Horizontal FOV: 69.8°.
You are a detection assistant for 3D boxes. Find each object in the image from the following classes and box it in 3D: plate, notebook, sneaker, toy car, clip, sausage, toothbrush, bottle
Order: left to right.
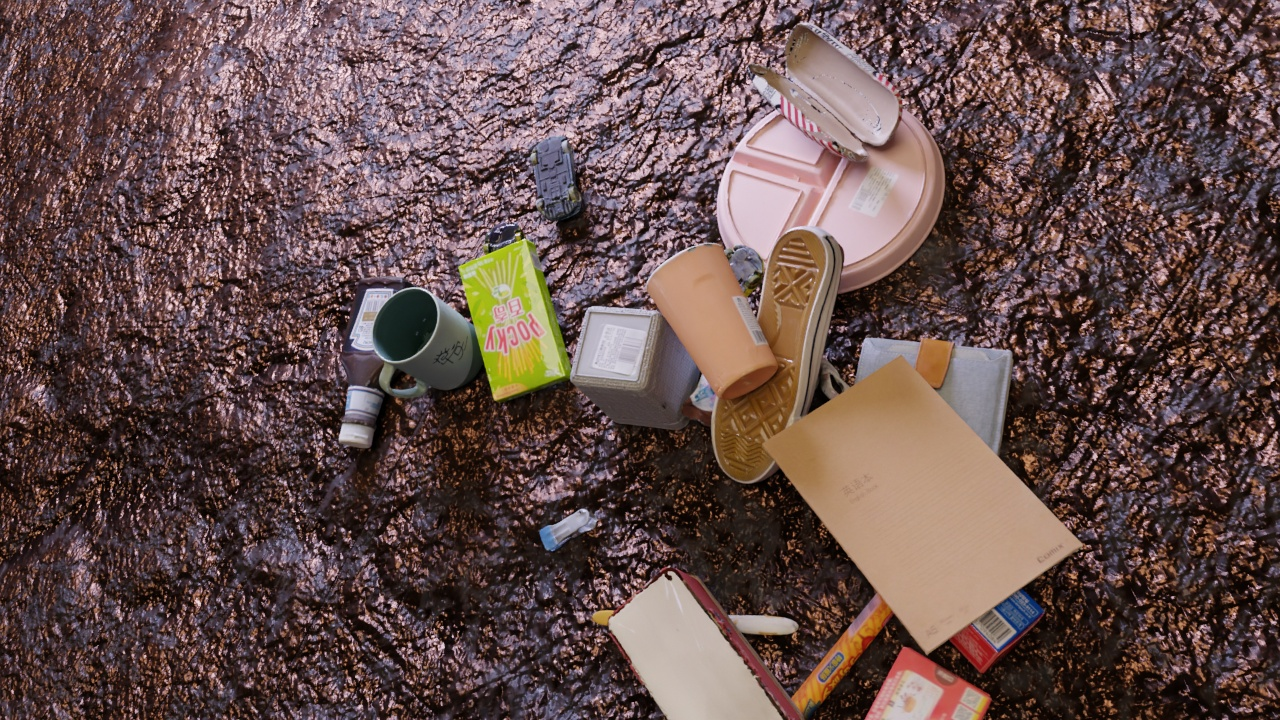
[{"bbox_3d":[-0.304,0.001,1.042,0.080,0.044,0.194,0,72,22],"label":"bottle"},{"bbox_3d":[-0.143,-0.102,1.020,0.049,0.031,0.106,-18,76,14],"label":"toy car"},{"bbox_3d":[-0.094,-0.206,1.041,0.049,0.031,0.105,-16,67,15],"label":"toy car"},{"bbox_3d":[-0.070,0.165,0.902,0.058,0.036,0.025,-32,60,13],"label":"clip"},{"bbox_3d":[0.047,0.237,0.829,0.192,0.018,0.016,-3,72,18],"label":"toothbrush"},{"bbox_3d":[0.083,-0.067,0.913,0.105,0.032,0.048,-49,61,14],"label":"toy car"},{"bbox_3d":[0.139,-0.001,0.842,0.118,0.087,0.241,23,102,39],"label":"sneaker"},{"bbox_3d":[0.184,-0.174,0.920,0.230,0.028,0.229,-8,68,19],"label":"plate"},{"bbox_3d":[0.169,0.249,0.770,0.021,0.021,0.165,39,88,29],"label":"sausage"},{"bbox_3d":[0.221,0.108,0.742,0.149,0.012,0.211,-31,60,-9],"label":"notebook"}]

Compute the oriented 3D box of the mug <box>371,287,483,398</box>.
[{"bbox_3d":[-0.229,-0.007,0.978,0.082,0.106,0.111,28,82,27],"label":"mug"}]

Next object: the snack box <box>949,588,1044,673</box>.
[{"bbox_3d":[0.227,0.152,0.755,0.057,0.058,0.207,-33,60,-17],"label":"snack box"}]

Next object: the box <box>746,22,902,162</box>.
[{"bbox_3d":[0.181,-0.266,0.896,0.162,0.075,0.087,50,120,32],"label":"box"}]

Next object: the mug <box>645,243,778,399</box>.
[{"bbox_3d":[0.067,-0.032,0.803,0.078,0.078,0.122,-31,70,8],"label":"mug"}]

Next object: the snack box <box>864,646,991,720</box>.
[{"bbox_3d":[0.209,0.314,0.728,0.075,0.025,0.152,26,82,29],"label":"snack box"}]

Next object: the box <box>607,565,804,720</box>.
[{"bbox_3d":[0.048,0.261,0.761,0.091,0.078,0.168,-42,59,4],"label":"box"}]

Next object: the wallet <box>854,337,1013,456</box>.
[{"bbox_3d":[0.254,0.031,0.810,0.130,0.037,0.106,8,75,24],"label":"wallet"}]

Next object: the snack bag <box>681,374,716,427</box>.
[{"bbox_3d":[0.076,0.014,0.890,0.105,0.045,0.026,-66,20,-10],"label":"snack bag"}]

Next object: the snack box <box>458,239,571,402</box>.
[{"bbox_3d":[-0.133,-0.042,0.978,0.086,0.026,0.156,-19,80,15],"label":"snack box"}]

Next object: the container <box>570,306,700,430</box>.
[{"bbox_3d":[-0.005,0.005,0.879,0.090,0.114,0.090,5,72,24],"label":"container"}]
